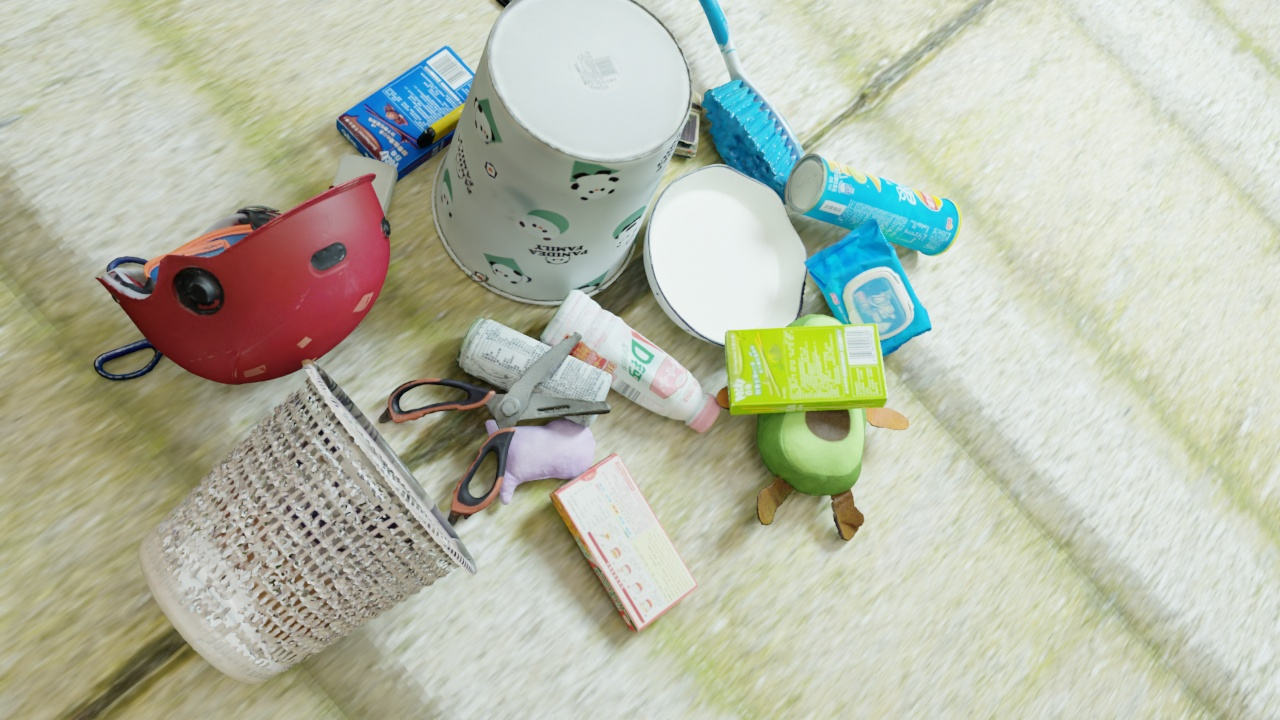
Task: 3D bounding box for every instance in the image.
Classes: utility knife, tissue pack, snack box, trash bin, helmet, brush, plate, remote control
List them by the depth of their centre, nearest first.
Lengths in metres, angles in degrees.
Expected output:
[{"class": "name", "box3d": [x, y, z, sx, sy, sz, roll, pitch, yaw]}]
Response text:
[{"class": "trash bin", "box3d": [-0.276, 0.143, 0.746, 0.192, 0.228, 0.227, -38, 86, -12]}, {"class": "helmet", "box3d": [-0.310, -0.062, 0.790, 0.144, 0.240, 0.206, 69, 26, -19]}, {"class": "trash bin", "box3d": [-0.077, -0.206, 0.890, 0.229, 0.252, 0.229, 6, 70, -15]}, {"class": "snack box", "box3d": [-0.016, 0.176, 0.892, 0.076, 0.027, 0.156, -31, 91, -24]}, {"class": "remote control", "box3d": [-0.288, -0.131, 0.916, 0.058, 0.021, 0.150, 13, 78, -5]}, {"class": "snack box", "box3d": [0.166, 0.008, 0.929, 0.156, 0.026, 0.085, -3, 66, 1]}, {"class": "snack box", "box3d": [-0.237, -0.265, 0.986, 0.084, 0.026, 0.156, 46, 65, 0]}, {"class": "utility knife", "box3d": [-0.159, -0.290, 0.989, 0.015, 0.033, 0.218, 49, 62, -7]}, {"class": "plate", "box3d": [0.090, -0.109, 1.002, 0.204, 0.046, 0.204, 6, 78, -29]}, {"class": "tissue pack", "box3d": [0.254, -0.072, 1.015, 0.095, 0.052, 0.157, -29, 114, 11]}, {"class": "brush", "box3d": [0.107, -0.329, 1.083, 0.109, 0.061, 0.314, -37, 96, -31]}]

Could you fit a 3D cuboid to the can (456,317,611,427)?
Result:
[{"class": "can", "box3d": [-0.104, 0.011, 0.904, 0.147, 0.058, 0.058, 24, 66, 3]}]

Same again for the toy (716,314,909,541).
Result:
[{"class": "toy", "box3d": [0.184, 0.061, 0.971, 0.226, 0.090, 0.246, 10, 72, -21]}]

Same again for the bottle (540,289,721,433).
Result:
[{"class": "bottle", "box3d": [-0.006, 0.006, 0.944, 0.197, 0.068, 0.068, 33, 65, -7]}]

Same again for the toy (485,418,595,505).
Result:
[{"class": "toy", "box3d": [-0.093, 0.093, 0.901, 0.107, 0.039, 0.084, -7, 85, -25]}]

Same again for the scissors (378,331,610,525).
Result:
[{"class": "scissors", "box3d": [-0.141, 0.052, 0.870, 0.189, 0.015, 0.226, 32, 91, 7]}]

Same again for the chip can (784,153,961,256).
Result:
[{"class": "chip can", "box3d": [0.272, -0.179, 1.065, 0.210, 0.071, 0.071, 11, 68, -27]}]

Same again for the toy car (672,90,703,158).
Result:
[{"class": "toy car", "box3d": [0.052, -0.282, 1.078, 0.042, 0.035, 0.090, 13, 66, -15]}]

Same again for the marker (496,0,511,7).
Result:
[{"class": "marker", "box3d": [-0.118, -0.386, 1.071, 0.130, 0.018, 0.022, 45, 90, 2]}]

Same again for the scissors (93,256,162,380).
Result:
[{"class": "scissors", "box3d": [-0.430, -0.038, 0.857, 0.162, 0.012, 0.175, 48, 63, 2]}]
